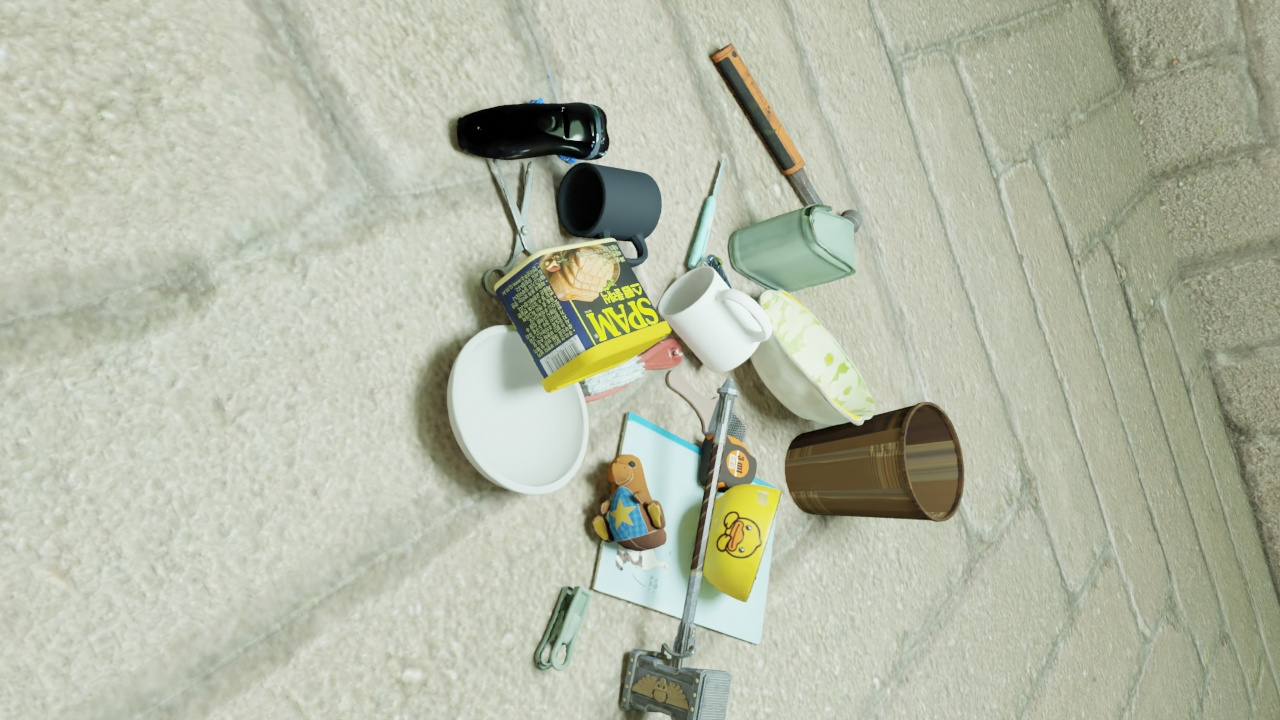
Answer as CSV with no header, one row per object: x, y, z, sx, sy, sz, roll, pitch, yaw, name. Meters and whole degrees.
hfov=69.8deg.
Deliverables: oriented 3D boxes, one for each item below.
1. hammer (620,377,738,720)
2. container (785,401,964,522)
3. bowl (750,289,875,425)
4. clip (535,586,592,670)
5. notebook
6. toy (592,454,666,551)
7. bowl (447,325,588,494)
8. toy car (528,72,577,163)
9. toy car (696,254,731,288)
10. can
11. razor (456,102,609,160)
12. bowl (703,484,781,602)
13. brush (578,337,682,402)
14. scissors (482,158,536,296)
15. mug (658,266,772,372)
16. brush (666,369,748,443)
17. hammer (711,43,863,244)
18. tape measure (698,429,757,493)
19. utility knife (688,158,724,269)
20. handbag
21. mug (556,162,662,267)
0.057,0.173,0.865,0.044,0.099,0.321,21,74,-40,hammer
0.266,0.125,1.067,0.132,0.168,0.132,13,72,-43,container
0.186,0.008,1.059,0.188,0.060,0.219,32,27,-30,bowl
-0.067,0.236,0.809,0.023,0.042,0.075,41,54,-29,clip
0.059,0.180,0.961,0.253,0.009,0.180,29,61,-37,notebook
-0.001,0.137,0.881,0.103,0.071,0.090,33,43,-60,toy
-0.112,0.046,0.793,0.149,0.043,0.149,24,55,-41,bowl
-0.075,-0.235,0.887,0.092,0.062,0.033,34,58,-35,toy car
0.085,-0.078,1.034,0.090,0.027,0.038,60,43,-35,toy car
-0.051,-0.044,0.819,0.135,0.075,0.104,-22,81,-56,can
-0.099,-0.210,0.851,0.140,0.064,0.053,-5,86,-15,razor
0.094,0.177,0.926,0.117,0.068,0.117,19,89,-81,bowl
-0.006,0.005,0.924,0.171,0.030,0.041,-19,94,-46,brush
-0.101,-0.109,0.868,0.158,0.014,0.141,40,58,-32,scissors
0.087,-0.045,0.969,0.090,0.111,0.073,47,60,-27,mug
0.076,0.054,1.004,0.135,0.015,0.049,43,53,-30,brush
0.180,-0.256,1.170,0.314,0.035,0.137,52,49,-22,hammer
0.091,0.111,0.978,0.058,0.038,0.058,18,66,-27,tape measure
0.078,-0.170,1.061,0.022,0.015,0.165,57,41,-50,utility knife
0.183,-0.135,1.078,0.106,0.122,0.067,19,67,-41,handbag
-0.026,-0.139,0.902,0.077,0.071,0.105,-2,69,-45,mug
